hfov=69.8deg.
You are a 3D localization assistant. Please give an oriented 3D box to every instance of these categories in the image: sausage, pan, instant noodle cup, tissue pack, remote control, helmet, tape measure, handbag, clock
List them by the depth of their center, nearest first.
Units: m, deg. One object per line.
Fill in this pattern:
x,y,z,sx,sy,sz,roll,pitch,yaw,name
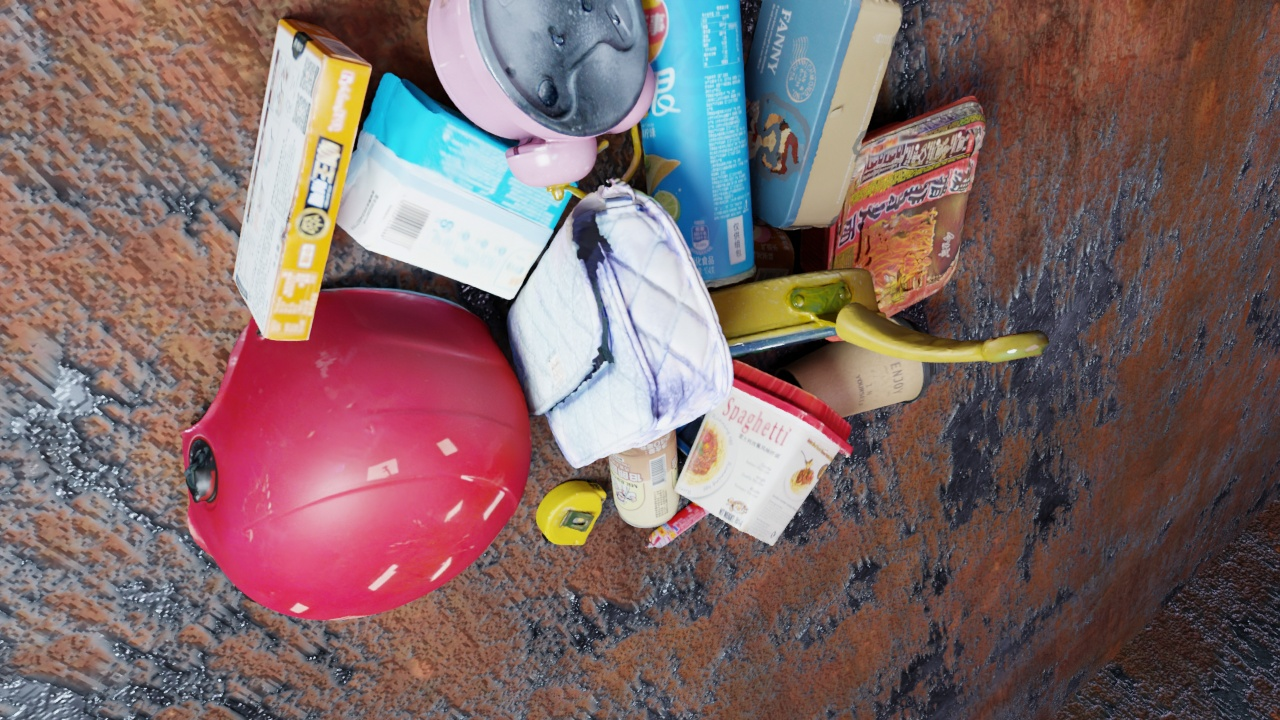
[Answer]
-0.047,-0.160,0.502,0.117,0.060,0.158,-53,122,-30,clock
-0.110,-0.101,0.548,0.140,0.063,0.090,19,109,-44,tissue pack
-0.025,-0.010,0.567,0.075,0.134,0.194,-17,171,-23,handbag
-0.168,0.082,0.583,0.206,0.144,0.240,15,111,-47,helmet
0.114,-0.018,0.605,0.197,0.358,0.078,-11,87,-25,pan
0.203,-0.123,0.777,0.164,0.079,0.189,-25,132,-23,instant noodle cup
0.100,0.081,0.784,0.116,0.116,0.124,33,85,-52,instant noodle cup
-0.059,0.133,0.789,0.057,0.029,0.060,12,112,-43,tape measure
0.061,0.072,0.846,0.049,0.024,0.125,-46,139,-2,remote control
0.068,0.140,0.905,0.155,0.020,0.020,-32,136,-16,sausage

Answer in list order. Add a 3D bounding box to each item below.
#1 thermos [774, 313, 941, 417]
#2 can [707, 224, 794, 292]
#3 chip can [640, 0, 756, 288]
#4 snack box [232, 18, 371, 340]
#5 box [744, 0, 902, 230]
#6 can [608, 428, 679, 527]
0.204,0.013,0.876,0.143,0.093,0.093,-19,131,-18,thermos
0.049,-0.078,0.700,0.147,0.058,0.058,-3,122,-38,can
0.033,-0.155,0.579,0.071,0.071,0.210,-18,115,-29,chip can
-0.183,-0.094,0.485,0.026,0.075,0.154,2,119,-39,snack box
0.119,-0.189,0.652,0.059,0.090,0.185,-10,124,-33,box
0.003,0.084,0.781,0.058,0.058,0.116,-26,134,-23,can
